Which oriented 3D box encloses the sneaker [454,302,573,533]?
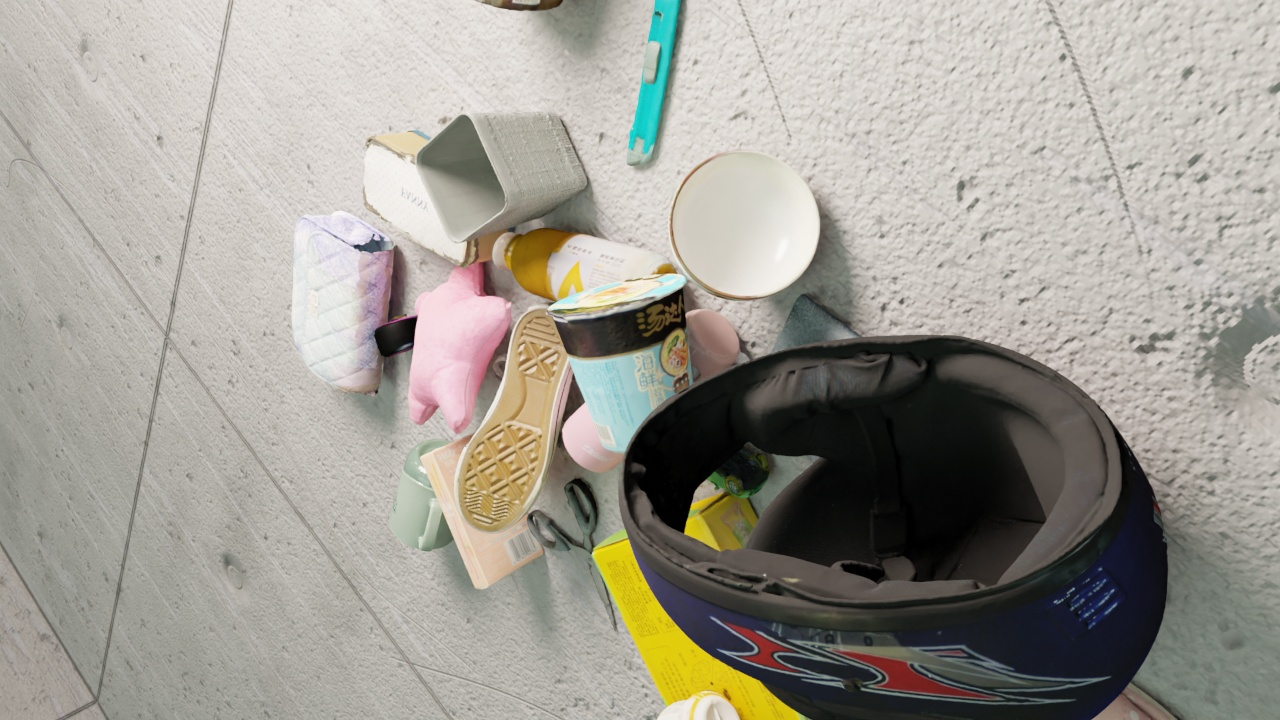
[{"bbox_3d":[-0.113,0.056,0.917,0.118,0.087,0.241,20,100,8],"label":"sneaker"}]

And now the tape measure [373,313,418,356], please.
[{"bbox_3d":[-0.270,-0.029,1.032,0.058,0.056,0.039,-14,96,50],"label":"tape measure"}]

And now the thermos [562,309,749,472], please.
[{"bbox_3d":[0.015,0.034,0.823,0.087,0.067,0.199,35,131,-15],"label":"thermos"}]

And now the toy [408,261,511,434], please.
[{"bbox_3d":[-0.186,-0.015,0.935,0.179,0.074,0.194,-27,56,43],"label":"toy"}]

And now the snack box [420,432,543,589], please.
[{"bbox_3d":[-0.172,0.160,1.004,0.026,0.084,0.157,-22,91,45],"label":"snack box"}]

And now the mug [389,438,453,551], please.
[{"bbox_3d":[-0.236,0.159,1.042,0.111,0.082,0.107,-102,31,-54],"label":"mug"}]

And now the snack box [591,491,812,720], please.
[{"bbox_3d":[0.066,0.239,0.847,0.158,0.069,0.210,-29,87,42],"label":"snack box"}]

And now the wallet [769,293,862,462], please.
[{"bbox_3d":[0.142,0.020,0.740,0.097,0.019,0.121,41,129,23],"label":"wallet"}]

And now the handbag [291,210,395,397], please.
[{"bbox_3d":[-0.349,-0.068,1.071,0.134,0.075,0.194,29,123,28],"label":"handbag"}]

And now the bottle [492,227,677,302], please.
[{"bbox_3d":[-0.055,-0.080,0.830,0.190,0.067,0.068,19,117,33],"label":"bottle"}]

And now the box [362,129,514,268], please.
[{"bbox_3d":[-0.200,-0.163,0.924,0.184,0.063,0.090,32,125,24],"label":"box"}]

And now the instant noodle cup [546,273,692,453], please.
[{"bbox_3d":[-0.004,0.004,0.717,0.111,0.111,0.120,-2,109,40],"label":"instant noodle cup"}]

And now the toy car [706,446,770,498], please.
[{"bbox_3d":[0.071,0.089,0.805,0.091,0.043,0.036,32,140,36],"label":"toy car"}]

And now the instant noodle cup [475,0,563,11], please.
[{"bbox_3d":[-0.101,-0.354,0.739,0.118,0.118,0.115,34,131,26],"label":"instant noodle cup"}]

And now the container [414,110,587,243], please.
[{"bbox_3d":[-0.119,-0.168,0.819,0.090,0.114,0.090,-24,90,42],"label":"container"}]

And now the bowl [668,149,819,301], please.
[{"bbox_3d":[0.075,-0.099,0.707,0.113,0.113,0.062,64,175,2],"label":"bowl"}]

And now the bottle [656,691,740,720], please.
[{"bbox_3d":[0.040,0.335,0.814,0.109,0.063,0.063,-41,79,41],"label":"bottle"}]

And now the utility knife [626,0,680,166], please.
[{"bbox_3d":[0.013,-0.250,0.747,0.029,0.013,0.197,28,122,29],"label":"utility knife"}]

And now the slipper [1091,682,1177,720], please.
[{"bbox_3d":[0.295,0.258,0.677,0.274,0.054,0.114,41,127,23],"label":"slipper"}]

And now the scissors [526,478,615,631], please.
[{"bbox_3d":[-0.054,0.203,0.973,0.181,0.014,0.160,24,122,28],"label":"scissors"}]

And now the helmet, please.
[{"bbox_3d":[0.160,0.131,0.599,0.316,0.246,0.241,-4,136,15],"label":"helmet"}]
